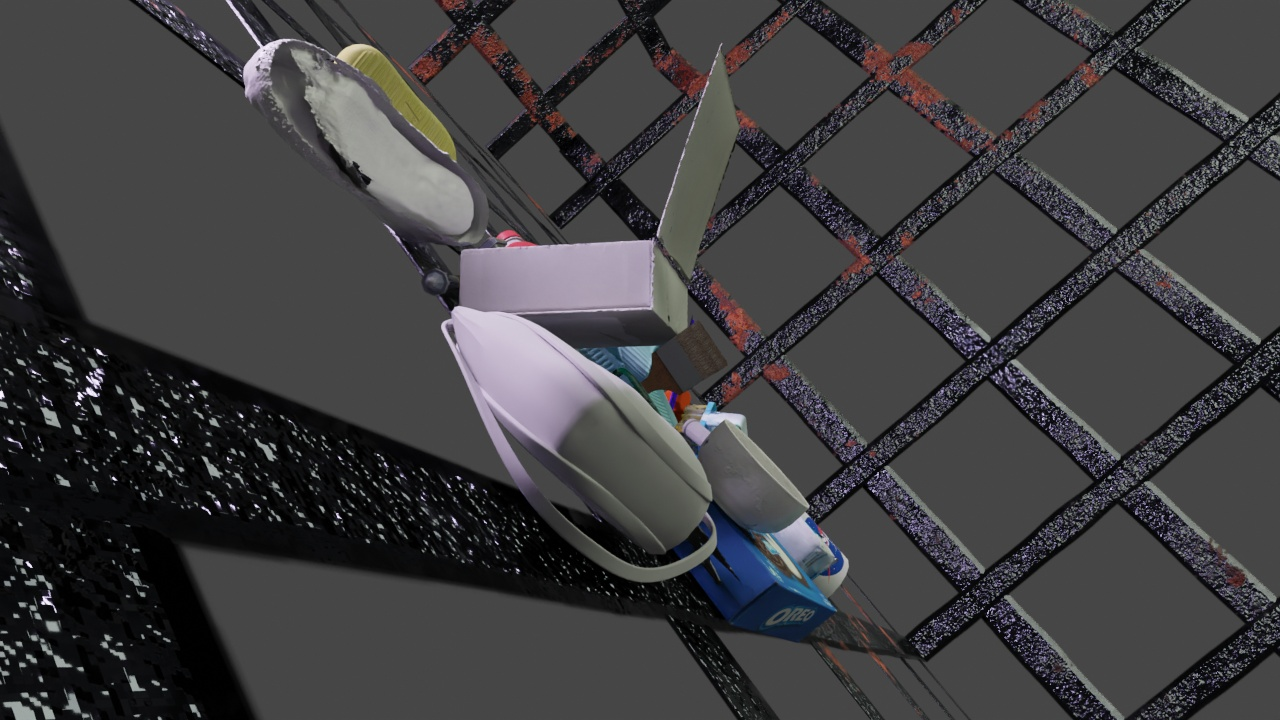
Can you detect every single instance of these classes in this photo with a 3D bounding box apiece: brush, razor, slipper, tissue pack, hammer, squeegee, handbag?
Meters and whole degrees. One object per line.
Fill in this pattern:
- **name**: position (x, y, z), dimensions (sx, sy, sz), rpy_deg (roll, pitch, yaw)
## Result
- **brush**: position (0.086, 0.115, 1.044), dimensions (0.055, 0.075, 0.136), rpy_deg (-60, 149, -45)
- **razor**: position (0.083, 0.095, 0.941), dimensions (0.116, 0.047, 0.088), rpy_deg (39, -3, 47)
- **slipper**: position (-0.219, -0.168, 0.746), dimensions (0.246, 0.075, 0.112), rpy_deg (39, 41, -57)
- **brush**: position (0.002, 0.023, 0.777), dimensions (0.045, 0.143, 0.008), rpy_deg (57, 6, 2)
- **tissue pack**: position (0.144, 0.198, 1.016), dimensions (0.144, 0.093, 0.061), rpy_deg (52, 3, 41)
- **slipper**: position (-0.267, -0.237, 0.944), dimensions (0.082, 0.091, 0.190), rpy_deg (6, -29, 26)
- **hammer**: position (-0.149, -0.073, 0.860), dimensions (0.098, 0.044, 0.321), rpy_deg (48, 6, -1)
- **squeegee**: position (0.059, 0.091, 1.241), dimensions (0.248, 0.055, 0.185), rpy_deg (-74, 152, -43)
- **slipper**: position (-0.006, 0.006, 1.035), dimensions (0.276, 0.070, 0.115), rpy_deg (59, 16, -16)
- **handbag**: position (-0.057, 0.043, 0.636), dimensions (0.223, 0.095, 0.216), rpy_deg (35, -10, 48)

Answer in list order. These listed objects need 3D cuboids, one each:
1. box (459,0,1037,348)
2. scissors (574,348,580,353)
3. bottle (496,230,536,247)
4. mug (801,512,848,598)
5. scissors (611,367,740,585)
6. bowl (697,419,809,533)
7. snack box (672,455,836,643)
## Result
- **box**: position (0.084, -0.153, 0.763), dimensions (0.148, 0.506, 0.166), rpy_deg (54, 5, 13)
- **scissors**: position (-0.111, -0.051, 1.185), dimensions (0.139, 0.019, 0.129), rpy_deg (48, 9, -46)
- **bottle**: position (-0.129, -0.098, 1.122), dimensions (0.176, 0.062, 0.062), rpy_deg (51, 5, 36)
- **mug**: position (0.178, 0.242, 1.083), dimensions (0.090, 0.091, 0.121), rpy_deg (48, 39, -8)
- **scissors**: position (0.003, 0.099, 0.735), dimensions (0.155, 0.015, 0.209), rpy_deg (-8, -68, 56)
- **bowl**: position (0.090, 0.105, 0.782), dimensions (0.105, 0.054, 0.105), rpy_deg (43, 6, -7)
- **snack box**: position (0.080, 0.167, 0.870), dimensions (0.195, 0.056, 0.239), rpy_deg (50, 5, 30)
